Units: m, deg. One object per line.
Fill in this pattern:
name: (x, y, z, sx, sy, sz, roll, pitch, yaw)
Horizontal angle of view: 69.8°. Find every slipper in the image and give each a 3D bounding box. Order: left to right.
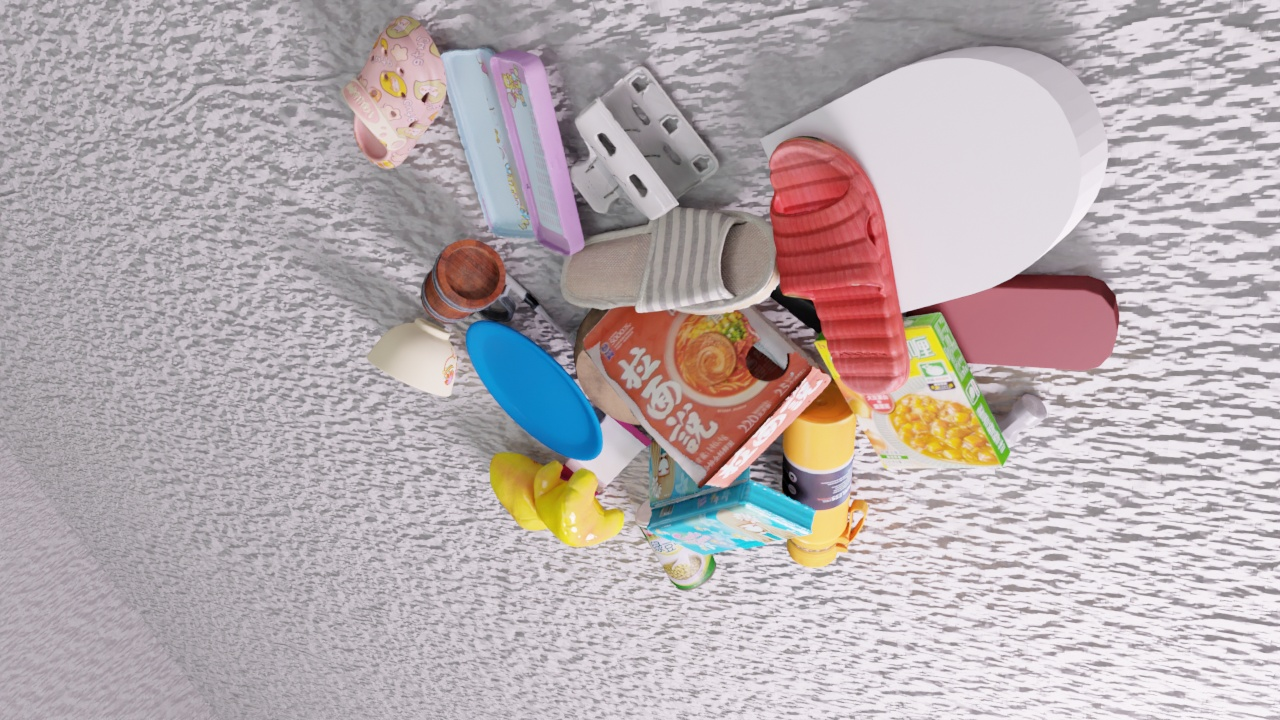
slipper: (-0.273, -0.271, 0.974, 0.093, 0.081, 0.198, 51, 139, 5)
slipper: (0.018, -0.097, 0.922, 0.273, 0.114, 0.054, 2, 163, 40)
slipper: (0.169, -0.074, 0.807, 0.104, 0.059, 0.249, -6, 110, 49)

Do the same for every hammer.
hammer: (0.230, -0.008, 0.917, 0.323, 0.029, 0.127, 36, 136, 3)

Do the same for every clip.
clip: (-0.018, -0.191, 0.888, 0.152, 0.105, 0.126, -31, 103, 33)

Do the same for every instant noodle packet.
instant noodle packet: (0.056, -0.001, 0.940, 0.164, 0.084, 0.221, -48, 67, 14)

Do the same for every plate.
plate: (-0.127, 0.034, 1.136, 0.224, 0.024, 0.225, 32, 149, 22)

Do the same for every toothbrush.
toothbrush: (-0.138, -0.080, 1.102, 0.187, 0.012, 0.017, 43, 123, -5)

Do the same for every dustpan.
dustpan: (0.245, -0.150, 0.766, 0.258, 0.053, 0.191, -16, 101, 51)

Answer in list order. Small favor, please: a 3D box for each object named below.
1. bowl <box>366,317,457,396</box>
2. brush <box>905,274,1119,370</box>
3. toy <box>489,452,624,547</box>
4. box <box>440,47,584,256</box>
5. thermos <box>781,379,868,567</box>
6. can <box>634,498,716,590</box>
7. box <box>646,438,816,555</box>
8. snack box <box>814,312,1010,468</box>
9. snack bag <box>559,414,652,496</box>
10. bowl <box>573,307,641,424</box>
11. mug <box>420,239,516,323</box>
bowl: (-0.287, -0.013, 1.199, 0.118, 0.118, 0.074, 28, 93, 10)
brush: (0.328, -0.040, 0.816, 0.174, 0.041, 0.082, 4, 127, 30)
toy: (-0.121, 0.196, 1.247, 0.194, 0.087, 0.134, 11, 144, 42)
box: (-0.133, -0.219, 0.963, 0.151, 0.040, 0.214, 18, 133, 37)
thermos: (0.200, 0.136, 1.013, 0.091, 0.076, 0.233, 31, 140, 38)
can: (0.047, 0.236, 1.203, 0.067, 0.067, 0.121, -9, 120, 37)
box: (0.079, 0.153, 1.050, 0.168, 0.086, 0.228, 58, 148, -1)
snack box: (0.258, 0.035, 0.878, 0.132, 0.027, 0.168, -8, 122, 50)
snack bag: (-0.053, 0.129, 1.214, 0.070, 0.016, 0.197, 39, 138, -1)
bowl: (-0.006, 0.006, 1.046, 0.162, 0.070, 0.162, 17, 132, 20)
mug: (-0.198, -0.081, 1.087, 0.117, 0.081, 0.111, 24, 159, -20)
